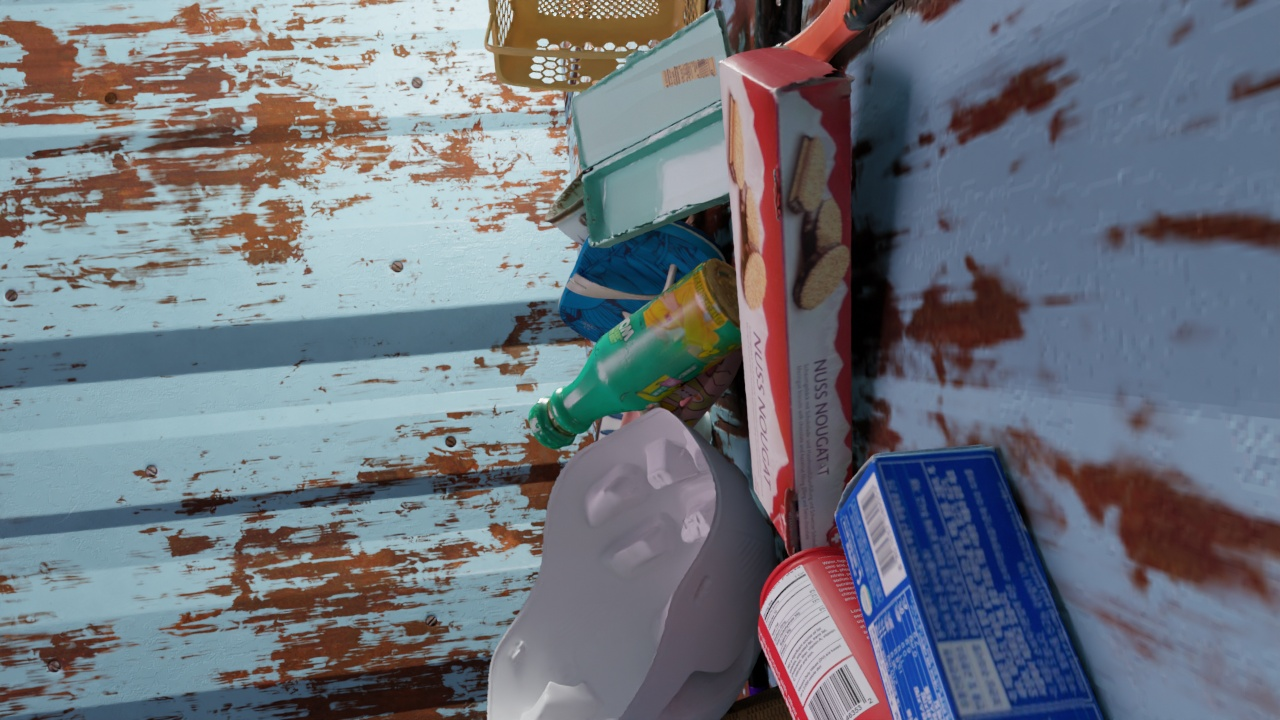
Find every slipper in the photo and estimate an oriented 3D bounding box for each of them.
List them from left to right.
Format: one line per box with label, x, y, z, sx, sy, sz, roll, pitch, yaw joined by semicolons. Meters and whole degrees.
slipper;-0.021;-0.059;0.876;0.060;0.118;0.296;-59;10;-24
slipper;0.015;0.013;0.794;0.198;0.081;0.093;-59;30;35

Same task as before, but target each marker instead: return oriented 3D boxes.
marker;0.099;0.260;0.779;0.018;0.015;0.134;-13;-81;-69

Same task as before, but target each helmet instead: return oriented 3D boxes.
helmet;-0.007;0.182;0.679;0.225;0.184;0.281;-41;9;38

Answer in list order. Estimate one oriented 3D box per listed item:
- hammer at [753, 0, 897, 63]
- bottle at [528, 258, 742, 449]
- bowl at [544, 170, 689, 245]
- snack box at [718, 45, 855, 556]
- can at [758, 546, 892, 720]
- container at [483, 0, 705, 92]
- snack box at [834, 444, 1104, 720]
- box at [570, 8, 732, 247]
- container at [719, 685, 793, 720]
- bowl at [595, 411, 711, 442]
hammer;0.104;-0.165;0.392;0.333;0.033;0.133;178;88;-82
bottle;-0.004;0.004;0.715;0.210;0.068;0.068;-35;47;29
bowl;-0.006;-0.160;0.901;0.094;0.160;0.160;45;-174;-18
snack box;0.079;-0.019;0.489;0.076;0.044;0.273;-118;17;-57
can;0.104;0.150;0.422;0.142;0.074;0.074;-113;19;-67
container;-0.037;-0.296;0.794;0.166;0.183;0.129;-93;3;-47
snack box;0.127;0.140;0.315;0.059;0.059;0.226;102;162;-54
box;0.011;-0.174;0.722;0.187;0.033;0.136;-10;83;49
container;0.094;0.291;0.650;0.063;0.061;0.114;113;151;-75
bowl;0.023;0.073;0.922;0.178;0.070;0.177;-43;39;48
